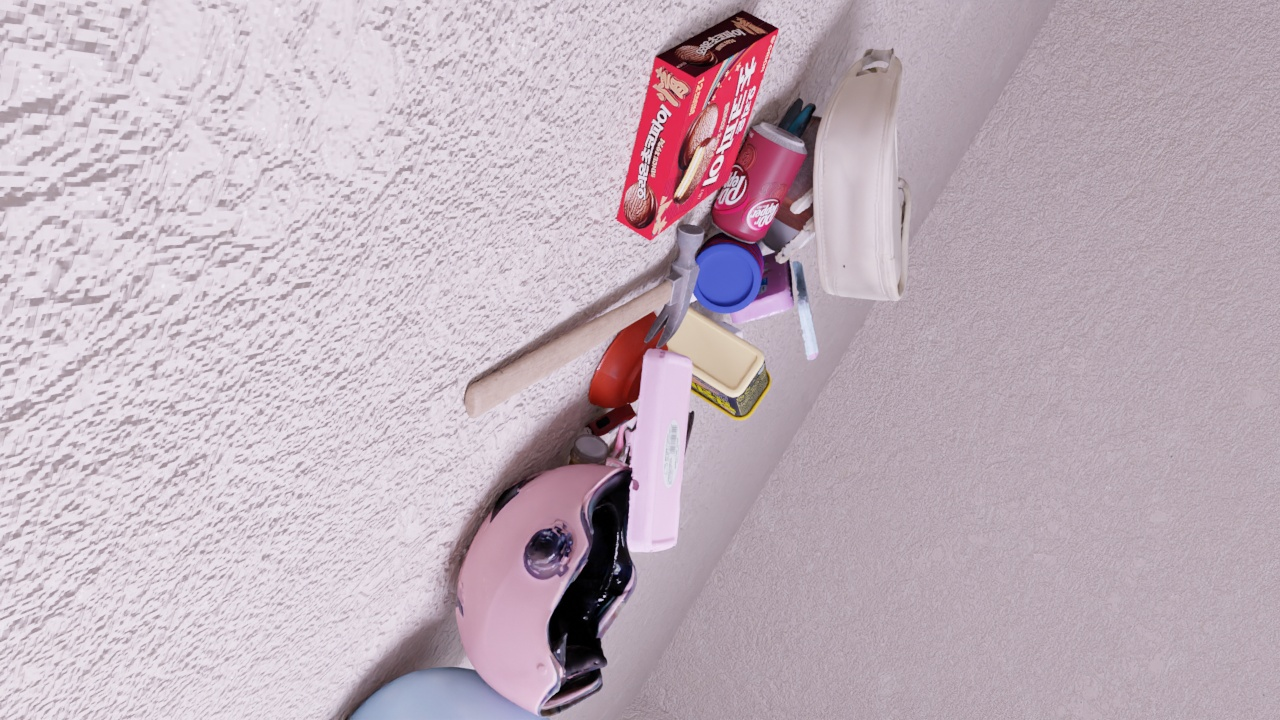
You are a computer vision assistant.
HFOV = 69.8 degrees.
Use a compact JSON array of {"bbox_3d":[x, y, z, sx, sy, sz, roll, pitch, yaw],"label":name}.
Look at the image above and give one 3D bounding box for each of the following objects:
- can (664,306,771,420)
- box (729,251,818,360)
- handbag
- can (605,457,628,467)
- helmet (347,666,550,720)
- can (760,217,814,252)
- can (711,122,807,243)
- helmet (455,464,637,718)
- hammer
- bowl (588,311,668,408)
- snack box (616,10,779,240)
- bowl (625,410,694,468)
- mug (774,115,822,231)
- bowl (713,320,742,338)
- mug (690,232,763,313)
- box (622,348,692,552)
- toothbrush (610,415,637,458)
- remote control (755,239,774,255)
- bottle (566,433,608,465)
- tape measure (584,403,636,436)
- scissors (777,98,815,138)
[{"bbox_3d":[0.085,0.002,1.090,0.072,0.131,0.101,-54,161,-8],"label":"can"},{"bbox_3d":[0.164,-0.062,1.107,0.090,0.092,0.213,-17,-164,13],"label":"box"},{"bbox_3d":[0.227,-0.191,0.995,0.229,0.132,0.183,67,39,-50],"label":"handbag"},{"bbox_3d":[-0.046,0.168,1.136,0.076,0.067,0.067,-44,159,-41],"label":"can"},{"bbox_3d":[-0.175,0.402,0.912,0.265,0.226,0.167,24,94,-48],"label":"helmet"},{"bbox_3d":[0.207,-0.193,1.176,0.131,0.070,0.070,-42,158,-42],"label":"can"},{"bbox_3d":[0.123,-0.185,0.957,0.063,0.063,0.114,-27,146,-60],"label":"can"},{"bbox_3d":[-0.093,0.216,0.928,0.230,0.153,0.255,37,69,-70],"label":"helmet"},{"bbox_3d":[-0.038,-0.026,0.836,0.330,0.031,0.120,-35,142,-49],"label":"hammer"},{"bbox_3d":[-0.006,0.006,0.999,0.121,0.035,0.122,-50,163,-22],"label":"bowl"},{"bbox_3d":[0.046,-0.195,0.764,0.132,0.036,0.152,-42,159,-41],"label":"snack box"},{"bbox_3d":[0.018,0.125,1.198,0.145,0.067,0.145,47,61,-90],"label":"bowl"},{"bbox_3d":[0.207,-0.206,1.074,0.110,0.123,0.096,-52,-159,0],"label":"mug"},{"bbox_3d":[0.085,-0.007,1.210,0.104,0.054,0.105,-51,162,-24],"label":"bowl"},{"bbox_3d":[0.079,-0.088,0.995,0.112,0.075,0.076,-28,-169,18],"label":"mug"},{"bbox_3d":[0.025,0.092,0.947,0.155,0.059,0.201,17,78,-75],"label":"box"},{"bbox_3d":[-0.032,0.117,1.173,0.021,0.016,0.135,-36,154,-53],"label":"toothbrush"},{"bbox_3d":[0.168,-0.146,1.259,0.050,0.011,0.136,-55,164,-4],"label":"remote control"},{"bbox_3d":[-0.080,0.164,1.050,0.053,0.053,0.187,-36,154,-51],"label":"bottle"},{"bbox_3d":[-0.032,0.069,1.040,0.051,0.019,0.059,-33,170,14],"label":"tape measure"},{"bbox_3d":[0.149,-0.226,1.003,0.150,0.019,0.121,-67,-166,-19],"label":"scissors"}]
